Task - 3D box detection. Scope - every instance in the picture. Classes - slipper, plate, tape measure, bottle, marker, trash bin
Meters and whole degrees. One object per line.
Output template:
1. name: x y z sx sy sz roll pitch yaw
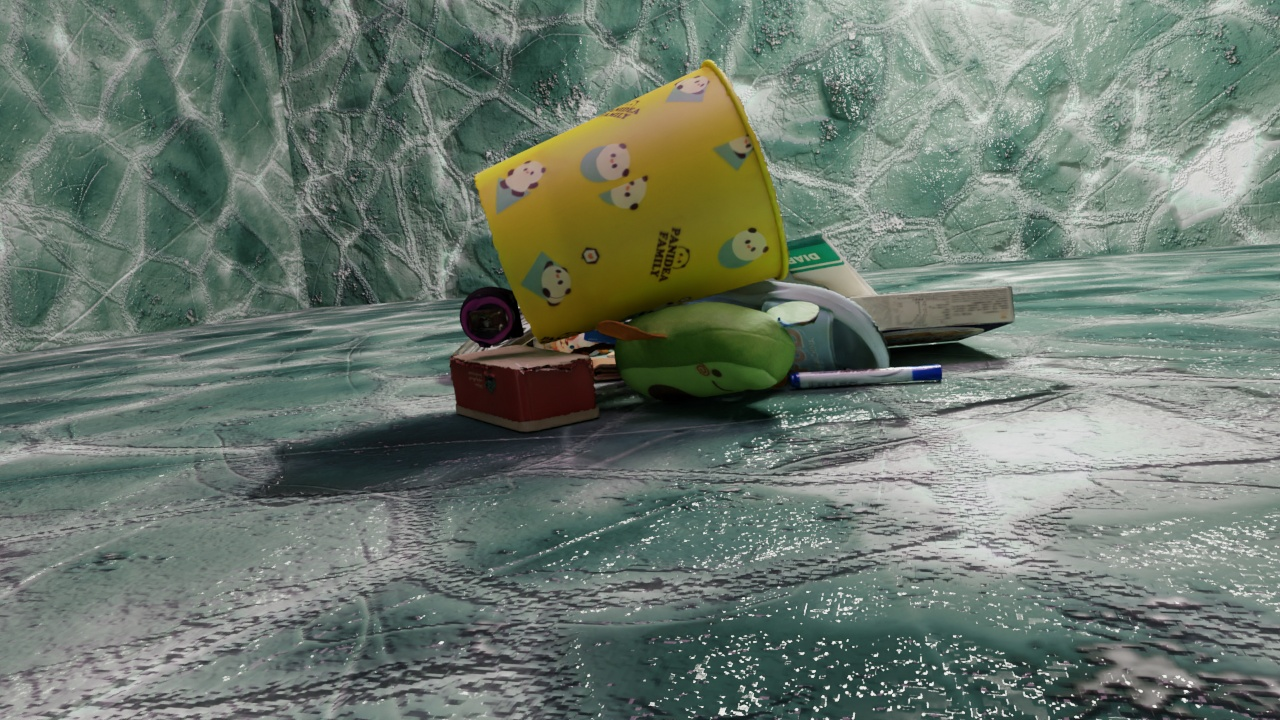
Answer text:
1. slipper: 0.142 -0.030 0.977 0.246 0.104 0.074 14 59 27
2. plate: -0.170 -0.036 1.215 0.179 0.024 0.179 -26 17 9
3. tape measure: -0.145 -0.042 0.885 0.058 0.057 0.039 -8 12 3
4. bottle: -0.091 -0.027 1.244 0.109 0.063 0.063 0 9 35
5. marker: 0.222 0.016 0.907 0.146 0.017 0.017 -4 8 8
6. trash bin: -0.013 -0.145 0.920 0.255 0.229 0.229 -20 8 0

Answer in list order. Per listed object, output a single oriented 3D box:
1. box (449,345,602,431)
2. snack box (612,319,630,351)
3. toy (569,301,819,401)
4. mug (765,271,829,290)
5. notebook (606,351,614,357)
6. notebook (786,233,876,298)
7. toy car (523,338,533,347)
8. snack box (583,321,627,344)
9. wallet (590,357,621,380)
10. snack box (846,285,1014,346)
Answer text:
1. box: -0.116 0.016 0.894 0.091 0.077 0.169 -11 10 -33
2. snack box: 0.031 -0.027 1.179 0.157 0.026 0.084 0 -22 28
3. toy: 0.050 -0.007 0.869 0.226 0.090 0.247 12 -11 -35
4. mug: 0.152 -0.055 1.100 0.124 0.103 0.084 13 -28 21
5. notebook: 0.076 -0.028 1.286 0.208 0.008 0.147 -5 10 25
6. notebook: 0.176 -0.094 1.152 0.210 0.012 0.150 -8 -36 42
7. toy car: -0.112 -0.031 1.371 0.156 0.041 0.071 1 10 29
8. snack box: 0.020 -0.022 1.049 0.085 0.026 0.157 5 -4 43
9. wallet: -0.007 0.007 1.120 0.115 0.020 0.101 -3 6 -6
10. snack box: 0.312 -0.046 1.073 0.178 0.045 0.182 -4 -6 0
